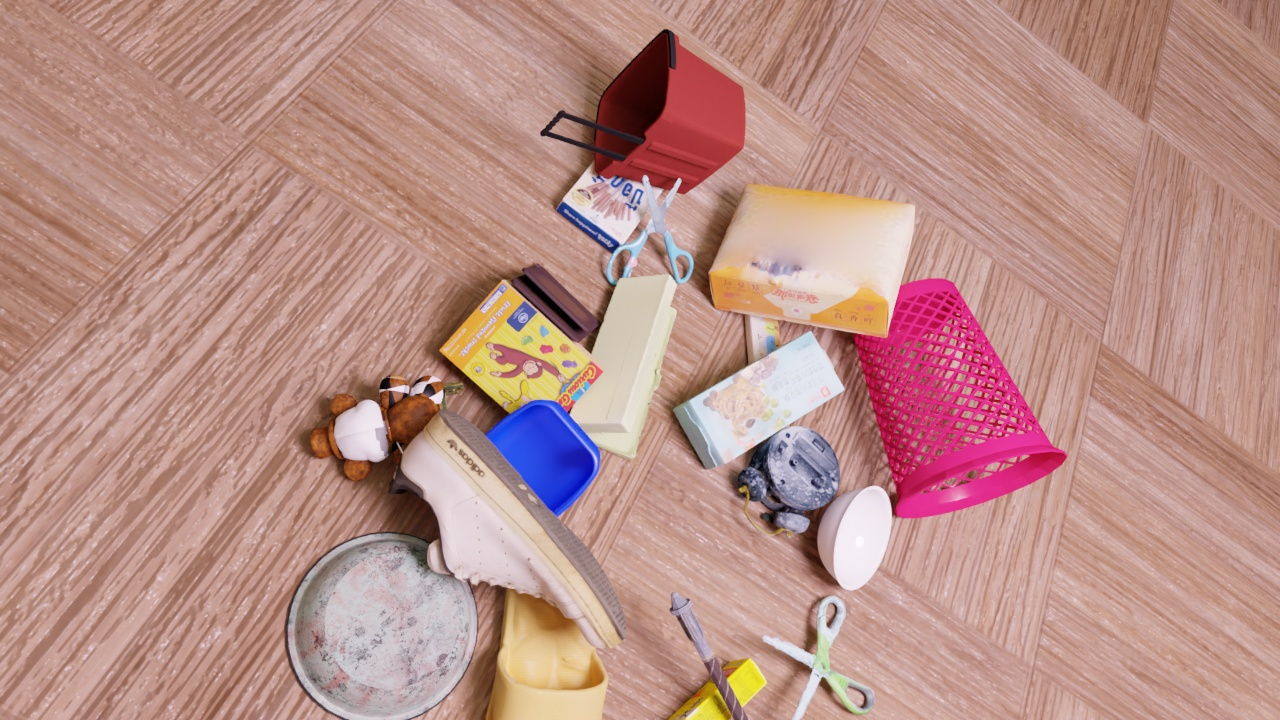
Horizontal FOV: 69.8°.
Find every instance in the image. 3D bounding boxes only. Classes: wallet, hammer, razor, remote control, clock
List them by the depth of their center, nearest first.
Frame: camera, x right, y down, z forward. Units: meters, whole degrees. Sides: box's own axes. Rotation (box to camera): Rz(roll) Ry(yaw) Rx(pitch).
[{"bbox_3d":[0.104,0.346,0.810,0.098,0.044,0.322,-30,94,-32],"label":"hammer"},{"bbox_3d":[-0.175,0.073,0.845,0.042,0.026,0.106,-7,76,-30],"label":"razor"},{"bbox_3d":[-0.081,-0.059,0.907,0.091,0.115,0.018,43,99,-2],"label":"wallet"},{"bbox_3d":[0.154,0.126,0.958,0.090,0.052,0.129,44,57,-3],"label":"clock"},{"bbox_3d":[0.138,-0.033,1.041,0.038,0.018,0.125,9,63,-22],"label":"remote control"}]

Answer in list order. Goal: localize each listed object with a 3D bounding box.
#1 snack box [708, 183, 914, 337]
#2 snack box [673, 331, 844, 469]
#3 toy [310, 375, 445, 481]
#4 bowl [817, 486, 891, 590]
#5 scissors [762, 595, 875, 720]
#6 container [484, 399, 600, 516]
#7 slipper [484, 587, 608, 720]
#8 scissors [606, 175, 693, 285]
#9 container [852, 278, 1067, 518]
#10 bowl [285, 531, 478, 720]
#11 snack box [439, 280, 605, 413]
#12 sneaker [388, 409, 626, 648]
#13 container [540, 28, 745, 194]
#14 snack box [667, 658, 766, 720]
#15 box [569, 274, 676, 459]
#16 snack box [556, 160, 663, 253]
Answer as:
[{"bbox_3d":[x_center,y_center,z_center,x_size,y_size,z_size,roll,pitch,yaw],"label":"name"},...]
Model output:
[{"bbox_3d":[0.189,-0.118,1.009,0.195,0.081,0.144,11,58,19],"label":"snack box"},{"bbox_3d":[0.126,0.041,0.967,0.174,0.053,0.075,-28,88,-23],"label":"snack box"},{"bbox_3d":[-0.225,0.059,0.799,0.112,0.067,0.087,-14,85,1],"label":"toy"},{"bbox_3d":[0.216,0.179,0.958,0.109,0.041,0.110,-13,109,-44],"label":"bowl"},{"bbox_3d":[0.174,0.293,0.896,0.171,0.023,0.168,37,50,-30],"label":"scissors"},{"bbox_3d":[-0.097,0.095,0.825,0.114,0.058,0.096,-41,89,6],"label":"container"},{"bbox_3d":[-0.075,0.272,0.773,0.099,0.079,0.262,13,62,-21],"label":"slipper"},{"bbox_3d":[0.024,-0.130,0.999,0.125,0.015,0.136,28,98,-32],"label":"scissors"},{"bbox_3d":[0.333,0.036,1.021,0.183,0.184,0.225,-2,62,-26],"label":"container"},{"bbox_3d":[-0.207,0.216,0.757,0.157,0.039,0.157,10,65,-21],"label":"bowl"},{"bbox_3d":[-0.110,-0.001,0.869,0.126,0.040,0.088,42,94,-3],"label":"snack box"},{"bbox_3d":[-0.116,0.157,0.754,0.102,0.089,0.241,-42,86,-1],"label":"sneaker"},{"bbox_3d":[-0.003,-0.263,0.964,0.200,0.148,0.126,16,63,-30],"label":"container"},{"bbox_3d":[0.050,0.327,0.830,0.147,0.040,0.029,-32,85,-32],"label":"snack box"},{"bbox_3d":[-0.016,-0.001,0.935,0.078,0.089,0.187,10,61,13],"label":"box"},{"bbox_3d":[-0.022,-0.196,1.030,0.082,0.026,0.149,38,58,-7],"label":"snack box"}]
